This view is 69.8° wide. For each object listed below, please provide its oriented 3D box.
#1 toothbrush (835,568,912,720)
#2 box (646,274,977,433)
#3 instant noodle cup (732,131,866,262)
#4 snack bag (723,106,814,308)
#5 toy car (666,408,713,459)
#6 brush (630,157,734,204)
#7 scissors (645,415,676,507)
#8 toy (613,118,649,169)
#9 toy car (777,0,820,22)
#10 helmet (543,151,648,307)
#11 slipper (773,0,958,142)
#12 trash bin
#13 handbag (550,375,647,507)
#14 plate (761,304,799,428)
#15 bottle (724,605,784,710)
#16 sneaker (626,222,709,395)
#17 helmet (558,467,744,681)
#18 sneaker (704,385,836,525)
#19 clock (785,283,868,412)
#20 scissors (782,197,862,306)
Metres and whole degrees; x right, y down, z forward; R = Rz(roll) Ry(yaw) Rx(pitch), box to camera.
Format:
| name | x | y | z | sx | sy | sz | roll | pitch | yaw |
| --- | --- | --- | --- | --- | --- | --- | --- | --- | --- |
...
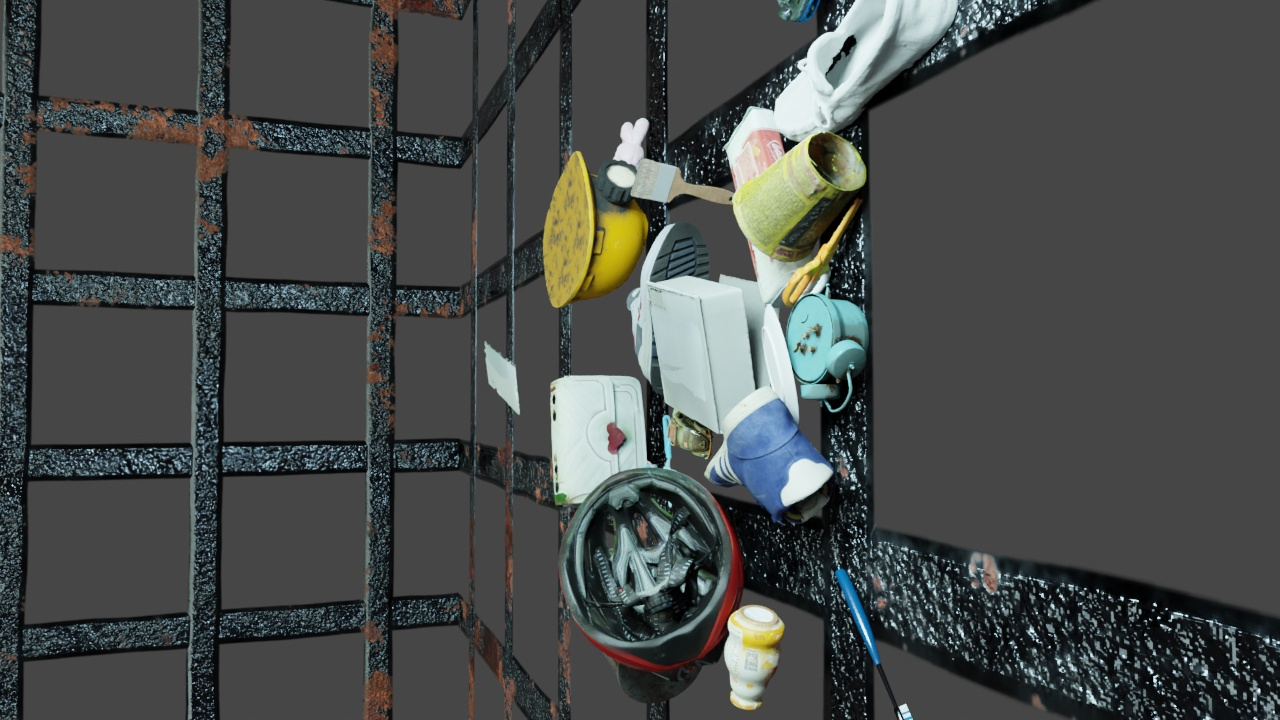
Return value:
| name | x | y | z | sx | sy | sz | roll | pitch | yaw |
| --- | --- | --- | --- | --- | --- | --- | --- | --- | --- |
| toothbrush | 0.214 | 0.263 | 0.843 | 0.014 | 0.014 | 0.167 | 63 | -173 | -45 |
| box | 0.216 | -0.012 | 1.146 | 0.169 | 0.403 | 0.172 | -152 | 64 | -67 |
| instant noodle cup | 0.159 | -0.165 | 0.898 | 0.108 | 0.102 | 0.102 | -44 | 49 | 53 |
| snack bag | 0.142 | -0.171 | 1.020 | 0.078 | 0.041 | 0.224 | 125 | 142 | -56 |
| toy car | 0.059 | 0.090 | 1.216 | 0.112 | 0.047 | 0.047 | -130 | 42 | -60 |
| brush | 0.059 | -0.203 | 1.091 | 0.008 | 0.143 | 0.045 | 54 | 130 | 57 |
| scissors | 0.034 | 0.144 | 1.336 | 0.135 | 0.015 | 0.135 | 0 | 92 | 63 |
| toy | -0.017 | -0.323 | 1.436 | 0.063 | 0.047 | 0.110 | 13 | 91 | 66 |
| toy car | 0.163 | -0.405 | 0.963 | 0.056 | 0.043 | 0.120 | 115 | 150 | -47 |
| helmet | -0.059 | -0.194 | 1.419 | 0.256 | 0.131 | 0.205 | 118 | 146 | -49 |
| slipper | 0.192 | -0.278 | 0.860 | 0.247 | 0.074 | 0.112 | 146 | 137 | -68 |
| trash bin | -0.010 | 0.359 | 1.274 | 0.211 | 0.130 | 0.131 | -141 | 55 | -63 |
| handbag | -0.068 | 0.125 | 1.422 | 0.096 | 0.141 | 0.198 | 150 | 118 | -64 |
| plate | 0.144 | 0.008 | 0.964 | 0.134 | 0.011 | 0.134 | -7 | -95 | -89 |
| bottle | 0.123 | 0.329 | 1.013 | 0.063 | 0.063 | 0.108 | -145 | 58 | -66 |
| sneaker | 0.024 | -0.082 | 1.257 | 0.124 | 0.088 | 0.240 | -135 | 46 | -58 |
| helmet | 0.016 | 0.254 | 1.118 | 0.167 | 0.217 | 0.271 | 62 | -176 | -46 |
| sneaker | 0.142 | 0.122 | 0.966 | 0.118 | 0.091 | 0.233 | 51 | 163 | 19 |
| clock | 0.182 | -0.008 | 0.885 | 0.090 | 0.053 | 0.124 | 118 | 147 | -52 |
| scissors | 0.187 | -0.106 | 0.904 | 0.013 | 0.070 | 0.130 | 44 | 114 | 28 |
